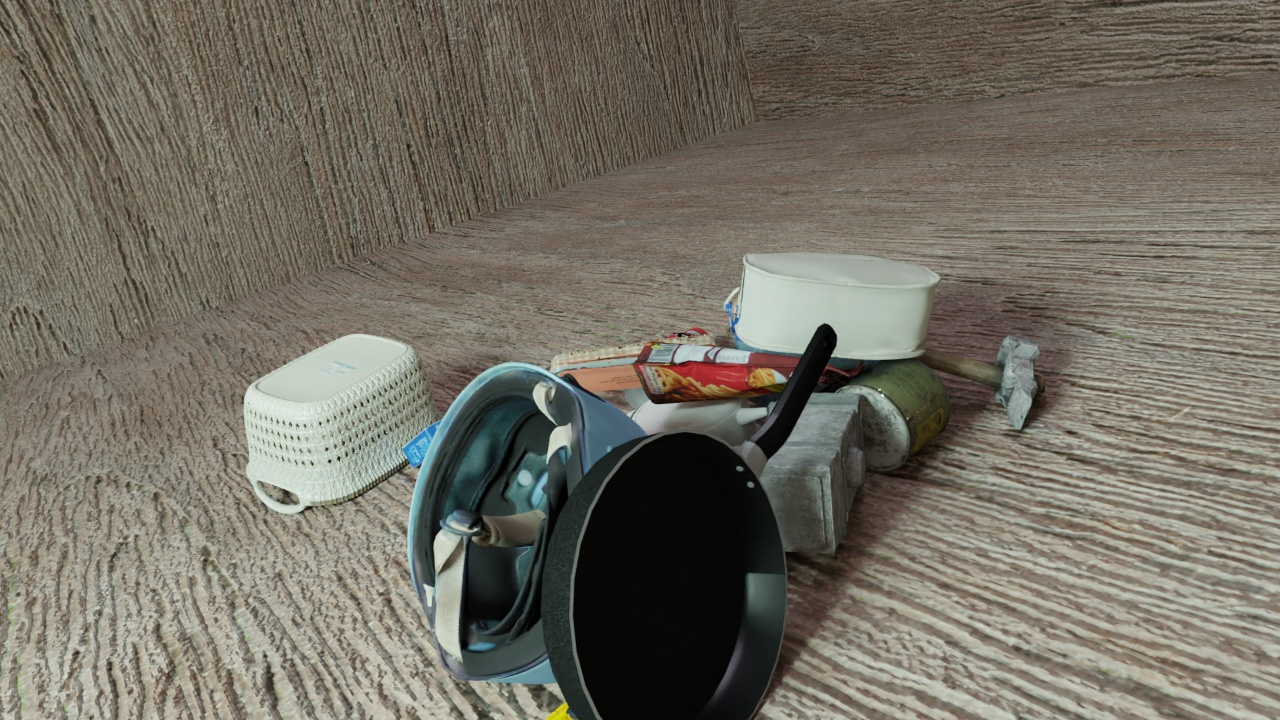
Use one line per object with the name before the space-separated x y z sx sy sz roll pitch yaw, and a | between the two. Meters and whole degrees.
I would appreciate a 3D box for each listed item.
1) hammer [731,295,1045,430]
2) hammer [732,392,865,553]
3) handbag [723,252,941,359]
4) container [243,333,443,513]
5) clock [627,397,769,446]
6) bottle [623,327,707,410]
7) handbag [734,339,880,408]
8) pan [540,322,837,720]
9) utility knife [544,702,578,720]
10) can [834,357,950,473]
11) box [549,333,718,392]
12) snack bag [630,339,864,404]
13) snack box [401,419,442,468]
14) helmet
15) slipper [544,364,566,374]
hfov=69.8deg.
hammer | 0.249 -0.015 0.939 0.319 0.049 0.121 17 33 14
hammer | 0.034 0.090 0.824 0.327 0.079 0.176 -1 18 22
handbag | 0.184 -0.062 0.906 0.201 0.093 0.199 5 21 5
container | -0.376 0.070 1.162 0.185 0.143 0.245 12 30 26
clock | 0.056 0.078 0.967 0.161 0.073 0.125 -20 19 4
bottle | 0.042 0.005 1.170 0.062 0.062 0.176 -3 22 28
handbag | 0.191 -0.023 1.064 0.191 0.122 0.119 -26 23 -18
pan | 0.055 0.096 0.626 0.044 0.204 0.354 -8 36 43
utility knife | -0.010 0.229 0.657 0.151 0.017 0.030 -23 30 -33
can | 0.234 0.049 0.866 0.074 0.090 0.090 -28 24 -36
box | -0.006 0.002 0.987 0.187 0.056 0.059 -6 -14 -1
snack bag | 0.107 0.005 0.880 0.208 0.066 0.138 -3 -5 19
snack box | -0.215 0.077 1.144 0.150 0.034 0.087 -30 -2 -38
helmet | -0.074 0.128 0.708 0.166 0.225 0.265 25 11 -42
slipper | -0.085 0.081 1.001 0.055 0.098 0.268 -34 19 27
